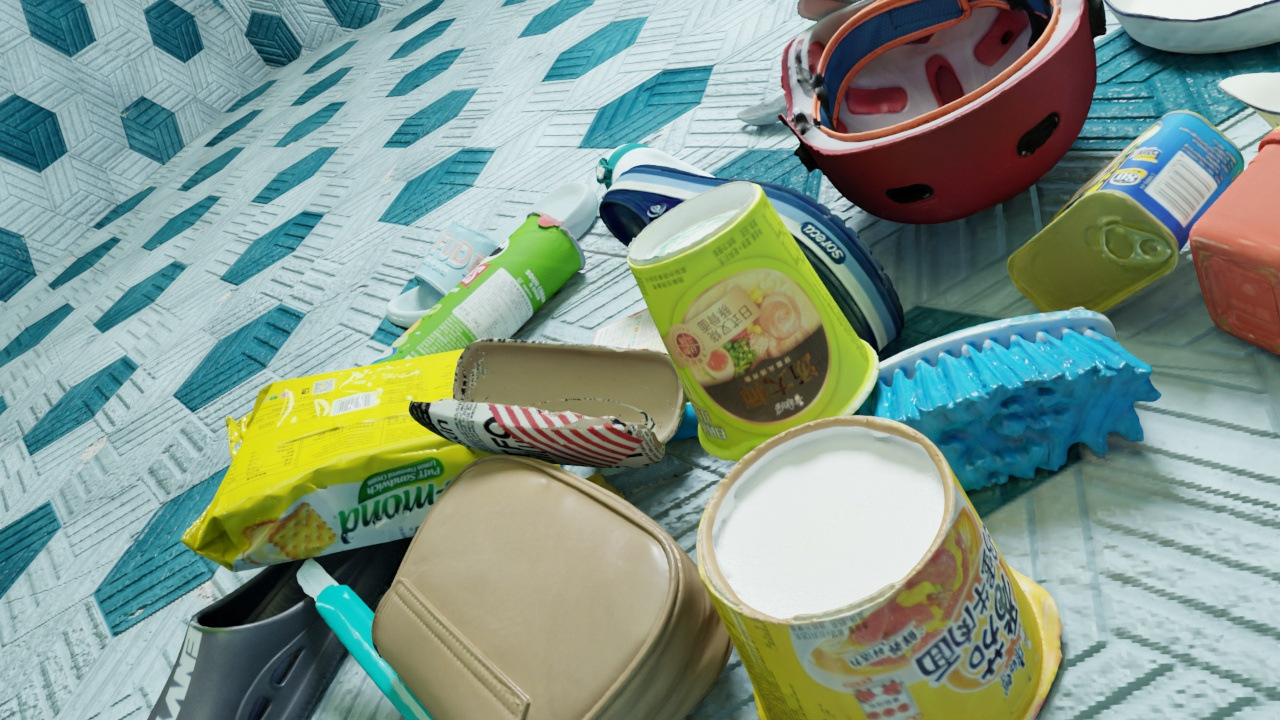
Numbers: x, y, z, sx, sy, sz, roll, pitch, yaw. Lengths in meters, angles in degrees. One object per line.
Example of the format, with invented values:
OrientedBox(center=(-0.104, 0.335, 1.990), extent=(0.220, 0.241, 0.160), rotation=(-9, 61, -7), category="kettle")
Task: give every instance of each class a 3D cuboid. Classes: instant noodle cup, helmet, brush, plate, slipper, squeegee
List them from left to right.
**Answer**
OrientedBox(center=(-0.257, 0.181, 0.607), extent=(0.111, 0.083, 0.267), rotation=(-6, 39, 38), category="slipper")
OrientedBox(center=(-0.150, -0.112, 0.919), extent=(0.245, 0.074, 0.104), rotation=(-38, 34, -13), category="slipper")
OrientedBox(center=(0.054, -0.065, 0.623), extent=(0.253, 0.105, 0.095), rotation=(30, 77, 39), category="slipper")
OrientedBox(center=(0.054, -0.026, 0.502), extent=(0.112, 0.123, 0.111), rotation=(-27, 23, 12), category="instant noodle cup")
OrientedBox(center=(0.167, -0.251, 0.838), extent=(0.247, 0.040, 0.250), rotation=(-4, -3, -31), category="squeegee")
OrientedBox(center=(0.114, 0.034, 0.528), extent=(0.315, 0.060, 0.109), rotation=(-19, 29, 24), category="brush")
OrientedBox(center=(0.095, 0.098, 0.397), extent=(0.138, 0.110, 0.137), rotation=(-21, 33, 14), category="instant noodle cup")
OrientedBox(center=(0.213, -0.171, 0.629), extent=(0.207, 0.144, 0.239), rotation=(-25, 36, 24), category="helmet")
OrientedBox(center=(0.457, -0.293, 0.682), extent=(0.205, 0.045, 0.204), rotation=(-22, 34, 16), category="plate")
OrientedBox(center=(0.405, -0.125, 0.470), extent=(0.164, 0.034, 0.164), rotation=(-2, 25, 9), category="plate")

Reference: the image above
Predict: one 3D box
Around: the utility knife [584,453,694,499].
OrientedBox(center=(-0.061, 0.101, 0.600), extent=(0.202, 0.033, 0.015), rotation=(-22, 29, 9), category="utility knife")

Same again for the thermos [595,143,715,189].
OrientedBox(center=(0.024, -0.148, 0.825), extent=(0.073, 0.073, 0.224), rotation=(-35, 32, -6), category="thermos")

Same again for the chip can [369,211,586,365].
OrientedBox(center=(-0.150, -0.034, 0.815), extent=(0.072, 0.072, 0.235), rotation=(14, 54, 49), category="chip can")

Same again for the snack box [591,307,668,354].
OrientedBox(center=(-0.004, 0.004, 0.651), extent=(0.077, 0.027, 0.155), rotation=(-23, 21, 17), category="snack box")

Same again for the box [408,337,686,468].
OrientedBox(center=(-0.056, 0.020, 0.557), extent=(0.162, 0.075, 0.086), rotation=(2, 62, 24), category="box")

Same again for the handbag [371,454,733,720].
OrientedBox(center=(-0.050, 0.137, 0.483), extent=(0.147, 0.100, 0.205), rotation=(-51, 36, -14), category="handbag")

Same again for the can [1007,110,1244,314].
OrientedBox(center=(0.266, -0.077, 0.506), extent=(0.083, 0.057, 0.102), rotation=(-43, -8, -21), category="can")

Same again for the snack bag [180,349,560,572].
OrientedBox(center=(-0.186, 0.059, 0.661), extent=(0.246, 0.068, 0.158), rotation=(-11, 32, -5), category="snack bag")

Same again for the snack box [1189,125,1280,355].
OrientedBox(center=(0.316, -0.054, 0.438), extent=(0.080, 0.091, 0.082), rotation=(-40, 33, -1), category="snack box")

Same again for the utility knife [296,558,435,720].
OrientedBox(center=(-0.157, 0.172, 0.549), extent=(0.029, 0.013, 0.183), rotation=(-32, 48, -32), category="utility knife")
